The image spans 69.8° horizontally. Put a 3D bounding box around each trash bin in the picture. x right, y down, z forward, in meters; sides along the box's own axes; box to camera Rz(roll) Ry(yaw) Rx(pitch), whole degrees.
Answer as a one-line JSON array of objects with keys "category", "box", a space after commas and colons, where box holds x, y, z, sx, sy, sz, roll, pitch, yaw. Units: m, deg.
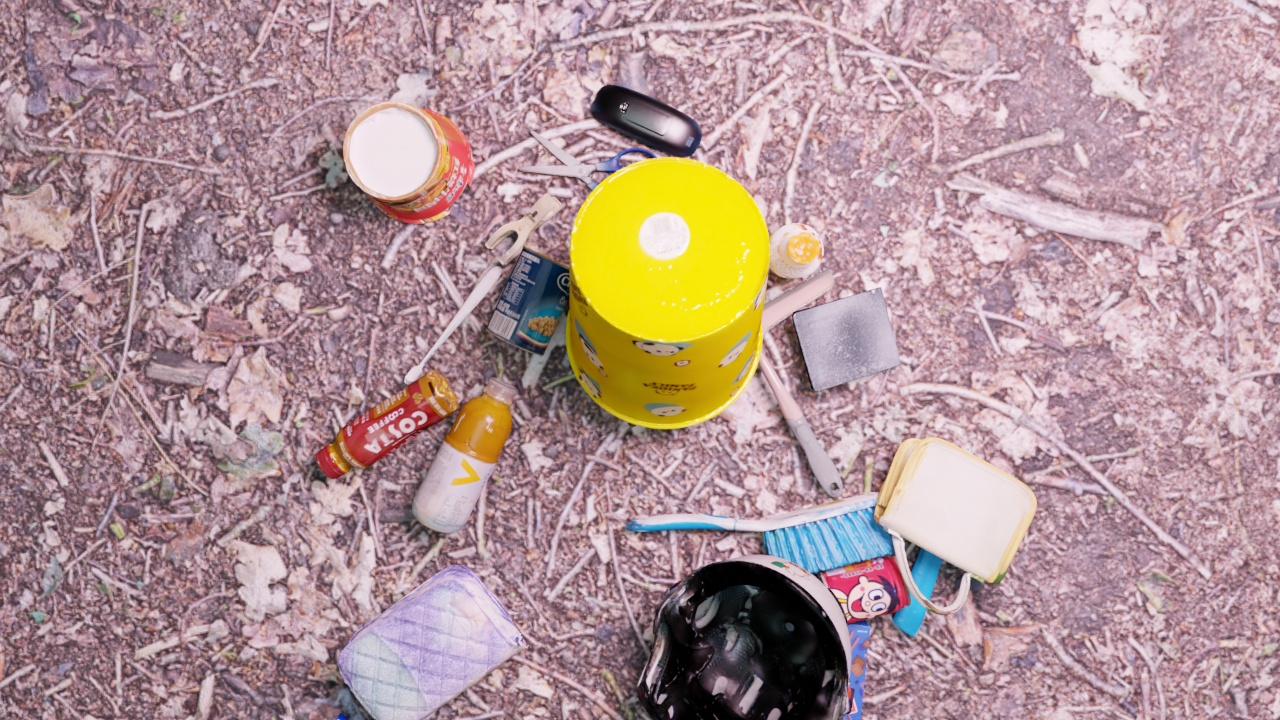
[{"category": "trash bin", "box": [0.026, -0.067, 0.948, 0.229, 0.255, 0.229, 0, 74, 1]}]

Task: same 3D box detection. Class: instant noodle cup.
[{"category": "instant noodle cup", "box": [-0.271, -0.232, 1.049, 0.138, 0.108, 0.138, 0, 93, 2]}]

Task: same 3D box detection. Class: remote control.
[{"category": "remote control", "box": [0.008, -0.284, 1.082, 0.136, 0.024, 0.053, 24, 94, 0]}]

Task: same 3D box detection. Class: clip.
[{"category": "clip", "box": [-0.137, -0.158, 1.085, 0.100, 0.071, 0.034, -43, 90, 9]}]

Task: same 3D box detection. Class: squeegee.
[{"category": "squeegee", "box": [0.177, 0.057, 1.089, 0.248, 0.040, 0.249, -30, 93, 3]}]

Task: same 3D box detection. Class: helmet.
[{"category": "helmet", "box": [0.135, 0.329, 1.033, 0.230, 0.156, 0.274, 27, 110, 22]}]

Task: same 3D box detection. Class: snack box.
[{"category": "snack box", "box": [0.226, 0.390, 1.109, 0.084, 0.026, 0.157, 5, 93, 1]}]

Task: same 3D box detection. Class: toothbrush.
[{"category": "toothbrush", "box": [-0.225, -0.042, 1.106, 0.016, 0.016, 0.180, 39, 91, -3]}]

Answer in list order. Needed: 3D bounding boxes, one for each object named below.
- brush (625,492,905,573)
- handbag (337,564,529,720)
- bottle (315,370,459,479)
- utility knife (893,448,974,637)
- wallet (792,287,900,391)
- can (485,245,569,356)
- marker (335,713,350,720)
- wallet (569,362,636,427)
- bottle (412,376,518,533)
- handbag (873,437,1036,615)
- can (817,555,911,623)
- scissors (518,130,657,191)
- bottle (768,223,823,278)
[{"category": "brush", "box": [0.146, 0.209, 1.093, 0.314, 0.060, 0.109, -15, 87, 5]}, {"category": "handbag", "box": [-0.250, 0.343, 1.096, 0.194, 0.075, 0.134, -34, 96, 4]}, {"category": "bottle", "box": [-0.302, 0.080, 1.091, 0.175, 0.057, 0.057, -32, 92, 3]}, {"category": "utility knife", "box": [0.355, 0.216, 1.101, 0.034, 0.018, 0.238, 19, 93, -5]}, {"category": "wallet", "box": [0.242, -0.025, 1.078, 0.120, 0.019, 0.097, -17, 92, -14]}, {"category": "can", "box": [-0.125, -0.068, 1.071, 0.075, 0.075, 0.111, 25, 94, 0]}, {"category": "marker", "box": [-0.315, 0.483, 1.133, 0.146, 0.017, 0.017, 34, 93, 0]}, {"category": "wallet", "box": [-0.006, 0.006, 1.087, 0.130, 0.035, 0.119, 38, 89, 10]}, {"category": "bottle", "box": [-0.203, 0.110, 1.085, 0.068, 0.068, 0.189, 27, 93, 0]}, {"category": "handbag", "box": [0.346, 0.194, 1.055, 0.163, 0.063, 0.178, 28, 80, -5]}, {"category": "can", "box": [0.264, 0.270, 1.082, 0.094, 0.066, 0.066, -14, 92, 1]}, {"category": "scissors", "box": [-0.056, -0.217, 1.093, 0.162, 0.012, 0.164, -19, 91, 4]}, {"category": "bottle", "box": [0.177, -0.125, 1.043, 0.063, 0.108, 0.063, 0, 94, 1]}]
